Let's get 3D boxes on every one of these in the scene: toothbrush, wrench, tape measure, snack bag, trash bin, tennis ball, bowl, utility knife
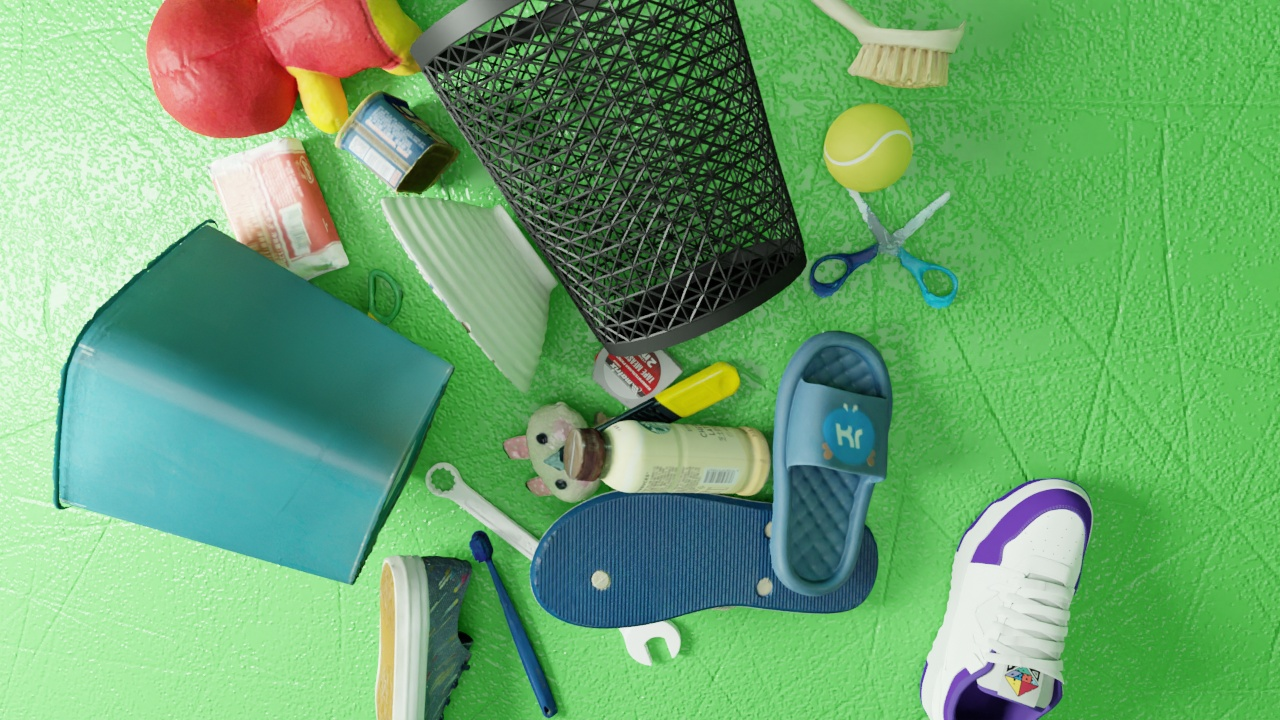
[{"bbox_3d":[-0.113,0.238,0.817,0.016,0.017,0.190,-16,103,13],"label":"toothbrush"},{"bbox_3d":[-0.077,0.180,0.811,0.273,0.009,0.047,38,102,-3],"label":"wrench"},{"bbox_3d":[-0.005,0.005,0.763,0.062,0.020,0.060,-44,95,12],"label":"tape measure"},{"bbox_3d":[-0.297,-0.119,0.757,0.077,0.036,0.116,-18,100,9],"label":"snack bag"},{"bbox_3d":[-0.282,0.044,0.703,0.218,0.196,0.200,25,126,-7],"label":"trash bin"},{"bbox_3d":[-0.004,-0.148,0.646,0.217,0.216,0.243,-24,105,9],"label":"trash bin"},{"bbox_3d":[0.171,-0.160,0.691,0.065,0.065,0.065,1,101,5],"label":"tennis ball"},{"bbox_3d":[-0.111,-0.067,0.687,0.071,0.177,0.177,-36,96,-1],"label":"bowl"},{"bbox_3d":[0.002,0.048,0.748,0.174,0.020,0.029,-26,109,-8],"label":"utility knife"}]

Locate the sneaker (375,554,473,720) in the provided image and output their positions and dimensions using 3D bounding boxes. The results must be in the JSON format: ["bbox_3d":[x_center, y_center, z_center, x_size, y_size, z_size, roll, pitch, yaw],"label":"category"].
[{"bbox_3d":[-0.187,0.279,0.811,0.079,0.087,0.236,-2,108,-27],"label":"sneaker"}]

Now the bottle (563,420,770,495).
[{"bbox_3d":[0.021,0.077,0.724,0.162,0.056,0.056,5,103,-24],"label":"bottle"}]

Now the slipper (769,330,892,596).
[{"bbox_3d":[0.157,0.084,0.728,0.103,0.059,0.213,6,92,-23],"label":"slipper"}]

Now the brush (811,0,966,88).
[{"bbox_3d":[0.123,-0.291,0.679,0.272,0.062,0.077,39,98,1],"label":"brush"}]

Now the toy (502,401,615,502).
[{"bbox_3d":[-0.060,0.076,0.772,0.112,0.050,0.087,-17,100,13],"label":"toy"}]

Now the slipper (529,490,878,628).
[{"bbox_3d":[0.055,0.162,0.774,0.294,0.060,0.118,3,97,-9],"label":"slipper"}]

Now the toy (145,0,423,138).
[{"bbox_3d":[-0.280,-0.247,0.702,0.216,0.098,0.147,-20,89,4],"label":"toy"}]

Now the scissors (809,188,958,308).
[{"bbox_3d":[0.195,-0.086,0.731,0.133,0.014,0.127,-33,97,12],"label":"scissors"}]

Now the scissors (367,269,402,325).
[{"bbox_3d":[-0.240,-0.018,0.785,0.127,0.011,0.125,8,103,6],"label":"scissors"}]

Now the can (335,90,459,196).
[{"bbox_3d":[-0.184,-0.164,0.705,0.059,0.099,0.054,41,98,-5],"label":"can"}]

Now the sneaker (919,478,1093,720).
[{"bbox_3d":[0.298,0.215,0.733,0.092,0.111,0.244,17,102,1],"label":"sneaker"}]
